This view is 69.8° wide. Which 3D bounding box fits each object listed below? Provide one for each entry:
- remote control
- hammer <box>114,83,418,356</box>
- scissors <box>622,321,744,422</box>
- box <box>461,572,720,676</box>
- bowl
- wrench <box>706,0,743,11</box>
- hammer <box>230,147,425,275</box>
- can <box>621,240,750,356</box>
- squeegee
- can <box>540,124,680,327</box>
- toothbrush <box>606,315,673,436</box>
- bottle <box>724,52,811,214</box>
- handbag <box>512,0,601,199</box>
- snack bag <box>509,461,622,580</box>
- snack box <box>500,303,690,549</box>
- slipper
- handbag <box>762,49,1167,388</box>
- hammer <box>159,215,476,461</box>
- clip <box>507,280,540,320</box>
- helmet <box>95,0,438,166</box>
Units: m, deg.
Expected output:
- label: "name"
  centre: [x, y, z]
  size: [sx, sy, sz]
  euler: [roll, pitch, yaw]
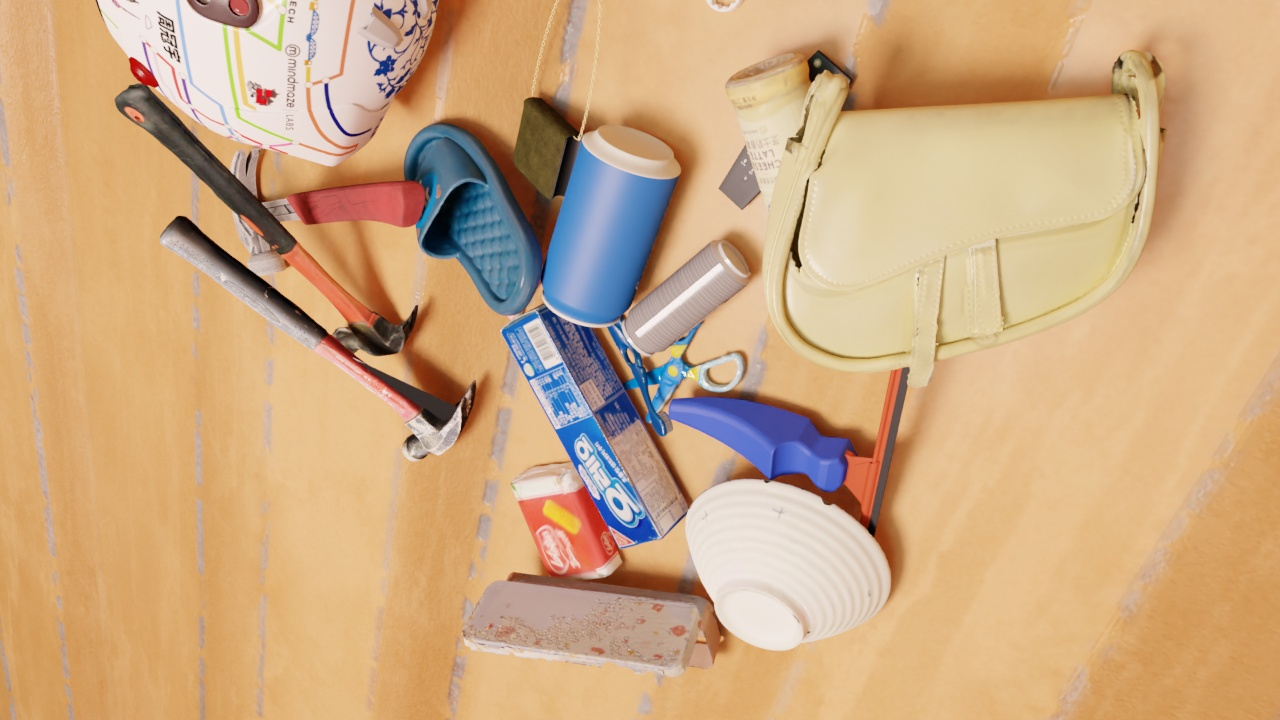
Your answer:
- label: "remote control"
  centre: [0.103, -0.164, 0.668]
  size: [0.039, 0.010, 0.125]
  euler: [44, 125, 7]
- label: "hammer"
  centre: [-0.326, -0.111, 0.821]
  size: [0.133, 0.033, 0.333]
  euler: [0, 144, 34]
- label: "scissors"
  centre: [0.038, 0.014, 0.781]
  size: [0.105, 0.019, 0.132]
  euler: [39, 124, 17]
- label: "box"
  centre: [-0.043, 0.257, 0.849]
  size: [0.217, 0.096, 0.105]
  euler: [1, 136, 22]
- label: "bowl"
  centre: [0.107, 0.184, 0.744]
  size: [0.177, 0.070, 0.178]
  euler: [17, 134, 18]
- label: "wrench"
  centre: [-0.020, -0.355, 0.663]
  size: [0.273, 0.009, 0.047]
  euler: [48, 125, 5]
- label: "hammer"
  centre: [-0.302, -0.146, 0.859]
  size: [0.316, 0.036, 0.126]
  euler: [4, 110, 43]
- label: "can"
  centre: [0.035, -0.048, 0.726]
  size: [0.107, 0.043, 0.044]
  euler: [-39, 88, 26]
- label: "squeegee"
  centre: [0.108, 0.065, 0.733]
  size: [0.185, 0.055, 0.250]
  euler: [18, 134, 22]
- label: "can"
  centre: [-0.026, -0.105, 0.726]
  size: [0.079, 0.078, 0.146]
  euler: [31, 122, 16]
- label: "toothbrush"
  centre: [-0.005, 0.005, 0.789]
  size: [0.021, 0.016, 0.132]
  euler: [-33, 78, 41]
- label: "bottle"
  centre: [0.110, -0.127, 0.641]
  size: [0.057, 0.056, 0.162]
  euler: [-7, 118, 32]
- label: "handbag"
  centre: [-0.058, -0.219, 0.711]
  size: [0.084, 0.027, 0.178]
  euler: [49, 134, 38]
- label: "snack bag"
  centre: [-0.072, 0.157, 0.887]
  size: [0.077, 0.036, 0.116]
  euler: [-15, 102, 33]
- label: "snack box"
  centre: [-0.039, 0.053, 0.807]
  size: [0.059, 0.059, 0.226]
  euler: [-24, 97, 41]
- label: "slipper"
  centre: [-0.151, -0.125, 0.777]
  size: [0.213, 0.059, 0.104]
  euler: [51, 127, 30]
- label: "handbag"
  centre: [0.191, -0.086, 0.567]
  size: [0.233, 0.088, 0.191]
  euler: [-1, 116, 12]
- label: "hammer"
  centre: [-0.298, -0.022, 0.865]
  size: [0.326, 0.036, 0.141]
  euler: [41, 135, -21]
- label: "clip"
  centre: [-0.106, -0.058, 0.830]
  size: [0.037, 0.022, 0.059]
  euler: [38, 129, 8]
- label: "helmet"
  centre: [-0.269, -0.308, 0.690]
  size: [0.236, 0.230, 0.315]
  euler: [14, 134, -6]
